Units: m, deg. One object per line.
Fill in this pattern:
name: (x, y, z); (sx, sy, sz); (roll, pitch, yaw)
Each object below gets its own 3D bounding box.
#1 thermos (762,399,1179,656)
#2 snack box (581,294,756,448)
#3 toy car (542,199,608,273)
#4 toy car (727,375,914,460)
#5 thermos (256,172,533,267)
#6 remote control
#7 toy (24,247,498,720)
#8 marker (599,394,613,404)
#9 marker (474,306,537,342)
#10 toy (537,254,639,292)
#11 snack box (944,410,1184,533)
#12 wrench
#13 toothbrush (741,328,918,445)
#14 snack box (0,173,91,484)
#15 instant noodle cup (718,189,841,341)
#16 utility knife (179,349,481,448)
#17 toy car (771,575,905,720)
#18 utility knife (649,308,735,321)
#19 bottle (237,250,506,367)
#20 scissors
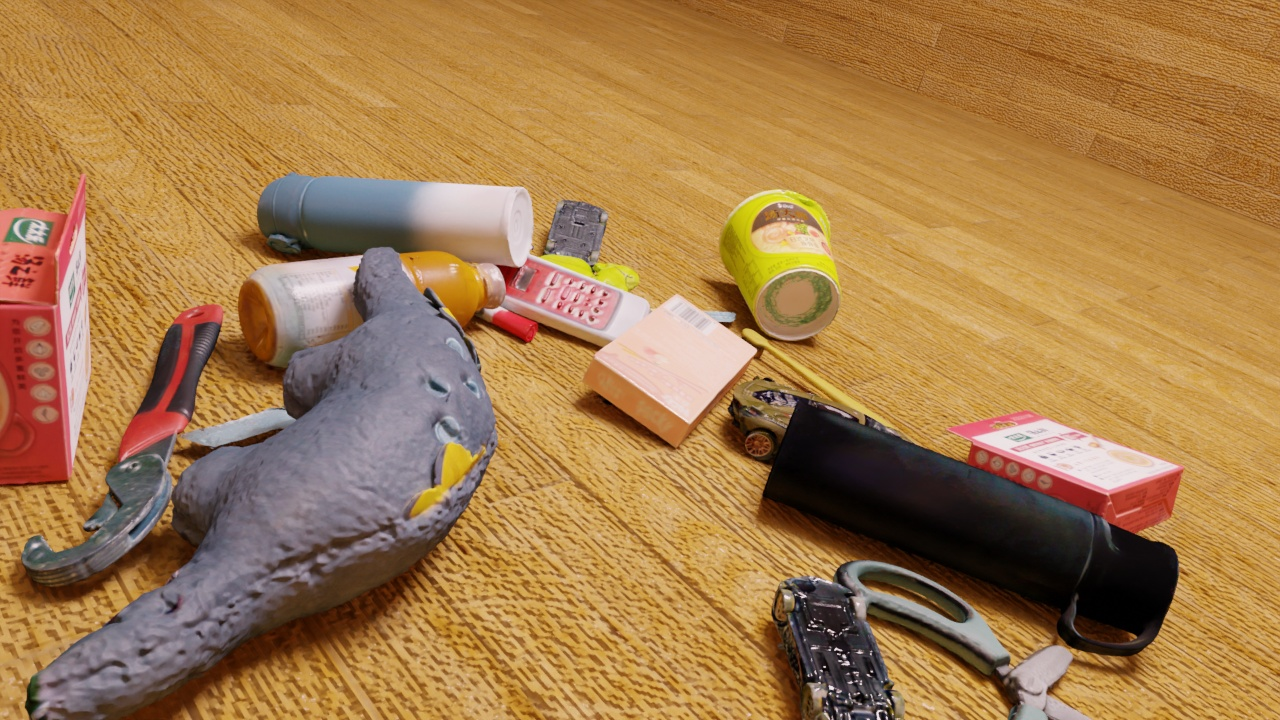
thermos: (0.199, 0.105, 0.572); (0.242, 0.069, 0.089); (21, 44, 10)
snack box: (0.027, 0.003, 0.700); (0.084, 0.026, 0.156); (35, 31, 10)
toy car: (-0.063, -0.117, 0.894); (0.054, 0.037, 0.120); (13, 37, -5)
toy car: (0.139, 0.056, 0.661); (0.158, 0.042, 0.070); (22, 28, 7)
thermos: (-0.200, -0.114, 0.746); (0.220, 0.070, 0.070); (5, 26, 10)
remote control: (-0.061, -0.050, 0.752); (0.136, 0.020, 0.055); (22, 53, 4)
toy: (-0.148, 0.044, 0.466); (0.138, 0.092, 0.355); (16, 35, 1)
marker: (-0.004, 0.004, 0.716); (0.018, 0.015, 0.123); (32, 32, 5)
marker: (-0.146, -0.051, 0.744); (0.145, 0.017, 0.017); (25, 29, 19)
toy: (-0.056, -0.071, 0.809); (0.100, 0.031, 0.096); (16, 27, 13)
snack box: (0.305, 0.083, 0.672); (0.113, 0.044, 0.127); (-7, 20, -36)
wrench: (-0.272, 0.028, 0.517); (0.056, 0.016, 0.273); (-12, 30, -5)
toothbrush: (0.150, 0.026, 0.751); (0.015, 0.017, 0.190); (-11, 38, -42)
snack box: (-0.316, -0.020, 0.476); (0.044, 0.127, 0.113); (1, 29, -25)
instant noodle cup: (0.137, -0.083, 0.863); (0.111, 0.112, 0.123); (9, 35, -12)
utility knife: (-0.184, 0.023, 0.585); (0.033, 0.015, 0.215); (31, 31, 29)
toy car: (0.097, 0.152, 0.463); (0.049, 0.031, 0.105); (10, 29, -11)
utility knife: (-0.003, -0.038, 0.802); (0.204, 0.021, 0.031); (5, 33, -28)
bottle: (-0.182, -0.042, 0.651); (0.189, 0.068, 0.068); (-14, 39, -44)
scissors: (0.162, 0.168, 0.484); (0.170, 0.019, 0.170); (32, 33, 33)
